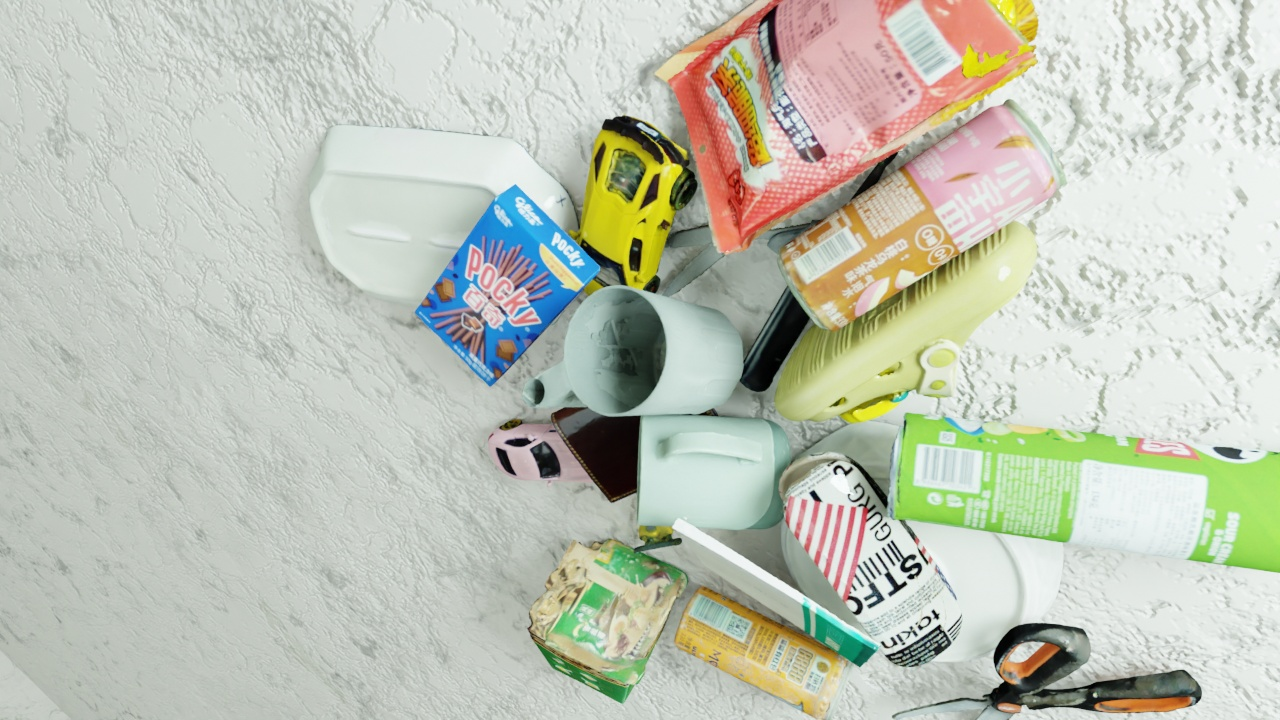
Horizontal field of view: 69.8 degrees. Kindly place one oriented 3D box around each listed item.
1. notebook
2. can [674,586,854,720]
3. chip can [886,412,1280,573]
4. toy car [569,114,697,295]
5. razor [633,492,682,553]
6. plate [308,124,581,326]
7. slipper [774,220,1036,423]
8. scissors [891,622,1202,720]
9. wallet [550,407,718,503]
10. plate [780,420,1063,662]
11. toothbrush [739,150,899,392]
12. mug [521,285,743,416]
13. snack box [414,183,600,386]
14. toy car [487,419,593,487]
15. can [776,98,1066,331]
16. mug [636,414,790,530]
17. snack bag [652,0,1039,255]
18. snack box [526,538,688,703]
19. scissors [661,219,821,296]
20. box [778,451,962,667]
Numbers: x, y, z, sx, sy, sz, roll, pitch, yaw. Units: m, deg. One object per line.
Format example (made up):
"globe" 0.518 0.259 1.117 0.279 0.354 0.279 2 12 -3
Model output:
"notebook" 0.102 0.175 0.674 0.150 0.012 0.209 30 168 20
"can" 0.104 0.250 0.786 0.146 0.058 0.058 23 130 17
"chip can" 0.269 0.076 0.536 0.236 0.072 0.072 5 123 19
"toy car" -0.011 -0.092 0.627 0.071 0.041 0.156 36 134 20
"razor" -0.006 0.104 0.773 0.043 0.028 0.132 -14 112 25
"plate" -0.167 -0.100 0.727 0.266 0.034 0.162 12 126 25
"slipper" 0.164 -0.007 0.556 0.081 0.091 0.191 46 129 -7
"scissors" 0.291 0.248 0.671 0.224 0.021 0.221 -2 139 17
"wallet" 0.003 0.057 0.724 0.122 0.020 0.096 -25 111 23
"plate" 0.194 0.141 0.667 0.205 0.045 0.205 16 127 22
"toothbrush" 0.114 -0.061 0.590 0.027 0.026 0.213 56 139 33
"mug" -0.004 0.004 0.632 0.124 0.103 0.083 -26 73 32
"snack box" -0.103 -0.050 0.677 0.084 0.026 0.158 45 135 -3
"toy car" -0.082 0.081 0.800 0.123 0.037 0.056 -2 121 31
"can" 0.150 -0.076 0.503 0.147 0.057 0.058 -33 101 18
"mug" 0.052 0.075 0.656 0.106 0.082 0.112 3 156 0
"snack bag" 0.101 -0.156 0.501 0.208 0.073 0.128 -26 80 43
"snack box" -0.029 0.245 0.839 0.117 0.118 0.106 21 142 19
"scissors" 0.067 -0.087 0.597 0.159 0.014 0.172 34 127 30
"box" 0.157 0.127 0.624 0.074 0.079 0.163 -38 101 7
